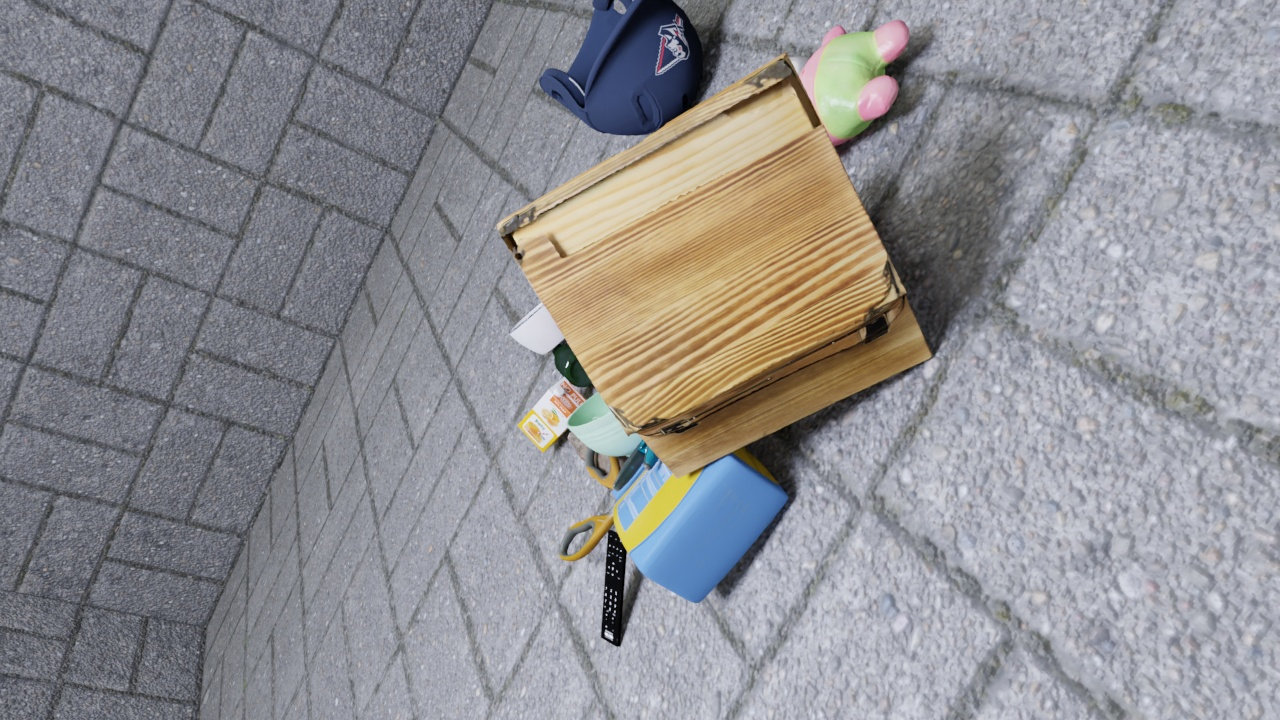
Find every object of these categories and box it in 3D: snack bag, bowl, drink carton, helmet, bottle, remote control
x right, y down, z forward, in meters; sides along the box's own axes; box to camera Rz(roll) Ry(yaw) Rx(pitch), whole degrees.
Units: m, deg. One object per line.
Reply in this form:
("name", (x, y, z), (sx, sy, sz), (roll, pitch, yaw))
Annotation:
("snack bag", (0.045, 0.138, 1.005), (0.159, 0.102, 0.205), (-51, 28, 6))
("bowl", (-0.010, 0.069, 1.139), (0.151, 0.077, 0.150), (-30, 11, 6))
("bowl", (-0.152, -0.060, 1.500), (0.116, 0.065, 0.116), (-40, 10, 8))
("drink carton", (-0.129, 0.081, 1.378), (0.040, 0.058, 0.123), (-41, -3, -44))
("helmet", (-0.011, -0.462, 1.397), (0.232, 0.223, 0.273), (-61, -4, -17))
("bottle", (-0.111, -0.002, 1.439), (0.055, 0.055, 0.174), (-66, 21, 3))
("remote control", (-0.032, 0.274, 1.101), (0.030, 0.009, 0.140), (15, 106, 44))

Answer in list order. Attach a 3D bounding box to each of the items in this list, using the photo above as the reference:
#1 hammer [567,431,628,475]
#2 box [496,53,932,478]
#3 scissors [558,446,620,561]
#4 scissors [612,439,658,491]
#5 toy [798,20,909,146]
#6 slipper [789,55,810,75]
("hammer", (-0.008, 0.008, 1.271), (0.158, 0.037, 0.300), (20, 88, 61))
("box", (0.068, -0.088, 0.834), (0.279, 0.323, 0.283), (-26, 44, 12))
("scissors", (-0.040, 0.188, 1.147), (0.216, 0.016, 0.225), (-61, 32, 8))
("scissors", (0.018, 0.087, 1.021), (0.154, 0.019, 0.124), (-53, 7, -2))
("toy", (0.209, -0.298, 1.060), (0.237, 0.096, 0.191), (-21, 44, 63))
("slipper", (0.120, -0.324, 1.238), (0.267, 0.080, 0.112), (-32, 48, 47))
